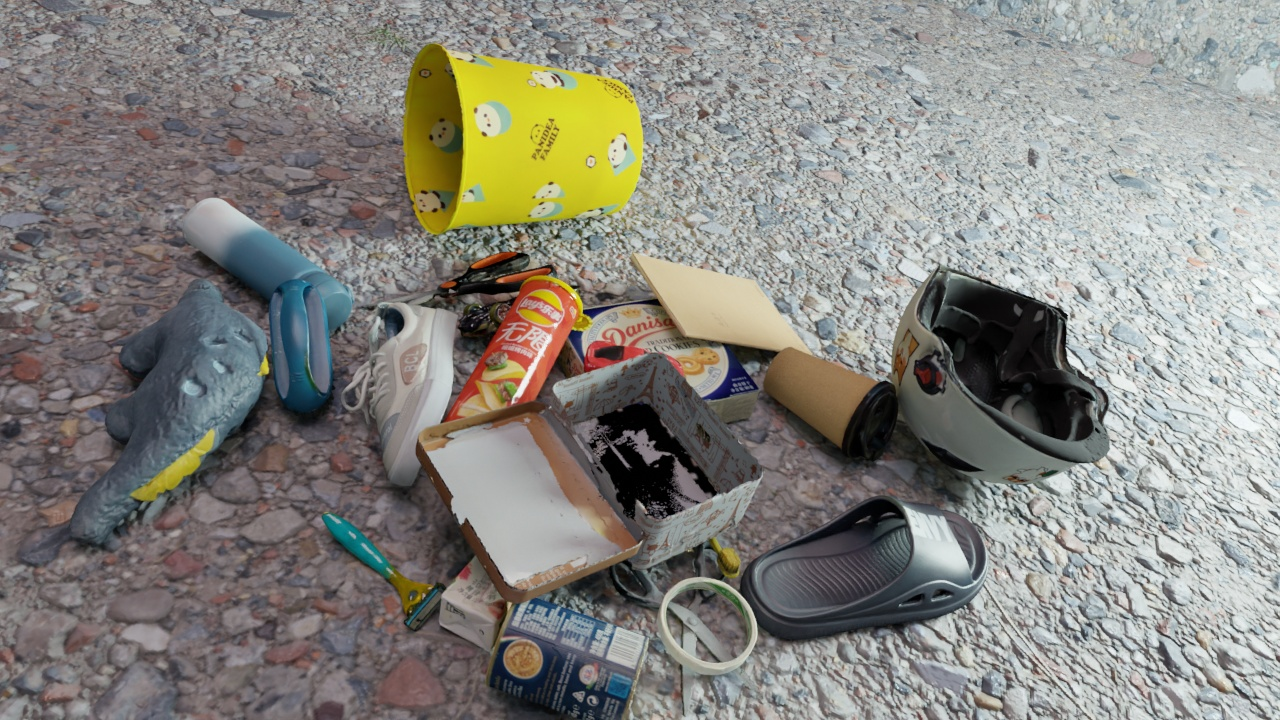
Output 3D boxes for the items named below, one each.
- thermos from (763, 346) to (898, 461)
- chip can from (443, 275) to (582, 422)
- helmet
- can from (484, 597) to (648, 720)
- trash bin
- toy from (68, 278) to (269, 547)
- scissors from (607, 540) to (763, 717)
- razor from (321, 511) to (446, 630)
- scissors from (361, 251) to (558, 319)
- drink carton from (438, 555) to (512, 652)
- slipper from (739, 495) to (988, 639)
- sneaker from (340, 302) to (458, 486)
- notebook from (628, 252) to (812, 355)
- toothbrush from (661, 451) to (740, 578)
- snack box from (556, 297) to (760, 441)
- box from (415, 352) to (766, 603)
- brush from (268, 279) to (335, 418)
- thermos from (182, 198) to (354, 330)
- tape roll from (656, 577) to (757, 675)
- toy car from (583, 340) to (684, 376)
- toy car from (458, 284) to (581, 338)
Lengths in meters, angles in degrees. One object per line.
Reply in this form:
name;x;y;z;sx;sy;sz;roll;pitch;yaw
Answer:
thermos;0.210;0.043;1.013;0.143;0.093;0.092;30;41;32
chip can;-0.129;0.009;0.926;0.073;0.073;0.216;20;51;7
helmet;0.372;0.033;1.011;0.230;0.157;0.273;13;48;-21
can;-0.054;0.233;0.710;0.111;0.075;0.075;18;39;4
trash bin;-0.152;-0.280;1.193;0.254;0.230;0.229;-5;43;-31
toy;-0.421;0.016;0.861;0.138;0.091;0.355;-18;41;5
scissors;0.040;0.224;0.798;0.159;0.014;0.180;19;41;5
razor;-0.221;0.170;0.772;0.132;0.028;0.043;34;74;20
scissors;-0.208;-0.088;1.081;0.224;0.022;0.204;-5;25;2
drink carton;-0.115;0.180;0.778;0.053;0.046;0.122;24;40;14
slipper;0.222;0.183;0.848;0.267;0.083;0.110;-8;46;-23
sneaker;-0.237;0.018;0.897;0.090;0.090;0.241;19;33;-19
notebook;0.100;-0.064;1.110;0.211;0.012;0.149;8;37;-38
toothbrush;0.050;0.136;0.886;0.015;0.017;0.190;-4;35;-24
snack box;0.011;0.004;1.026;0.177;0.046;0.182;-10;45;-25
box;-0.046;0.101;0.803;0.260;0.082;0.177;-17;52;-33
brush;-0.333;-0.018;0.898;0.055;0.074;0.143;-8;67;-13
thermos;-0.412;-0.105;1.018;0.220;0.070;0.070;32;42;20
tape roll;0.057;0.226;0.784;0.085;0.014;0.085;9;44;-9
toy car;-0.006;0.006;0.961;0.106;0.031;0.049;12;41;-4
toy car;-0.135;-0.058;1.049;0.157;0.042;0.070;-23;17;-36
